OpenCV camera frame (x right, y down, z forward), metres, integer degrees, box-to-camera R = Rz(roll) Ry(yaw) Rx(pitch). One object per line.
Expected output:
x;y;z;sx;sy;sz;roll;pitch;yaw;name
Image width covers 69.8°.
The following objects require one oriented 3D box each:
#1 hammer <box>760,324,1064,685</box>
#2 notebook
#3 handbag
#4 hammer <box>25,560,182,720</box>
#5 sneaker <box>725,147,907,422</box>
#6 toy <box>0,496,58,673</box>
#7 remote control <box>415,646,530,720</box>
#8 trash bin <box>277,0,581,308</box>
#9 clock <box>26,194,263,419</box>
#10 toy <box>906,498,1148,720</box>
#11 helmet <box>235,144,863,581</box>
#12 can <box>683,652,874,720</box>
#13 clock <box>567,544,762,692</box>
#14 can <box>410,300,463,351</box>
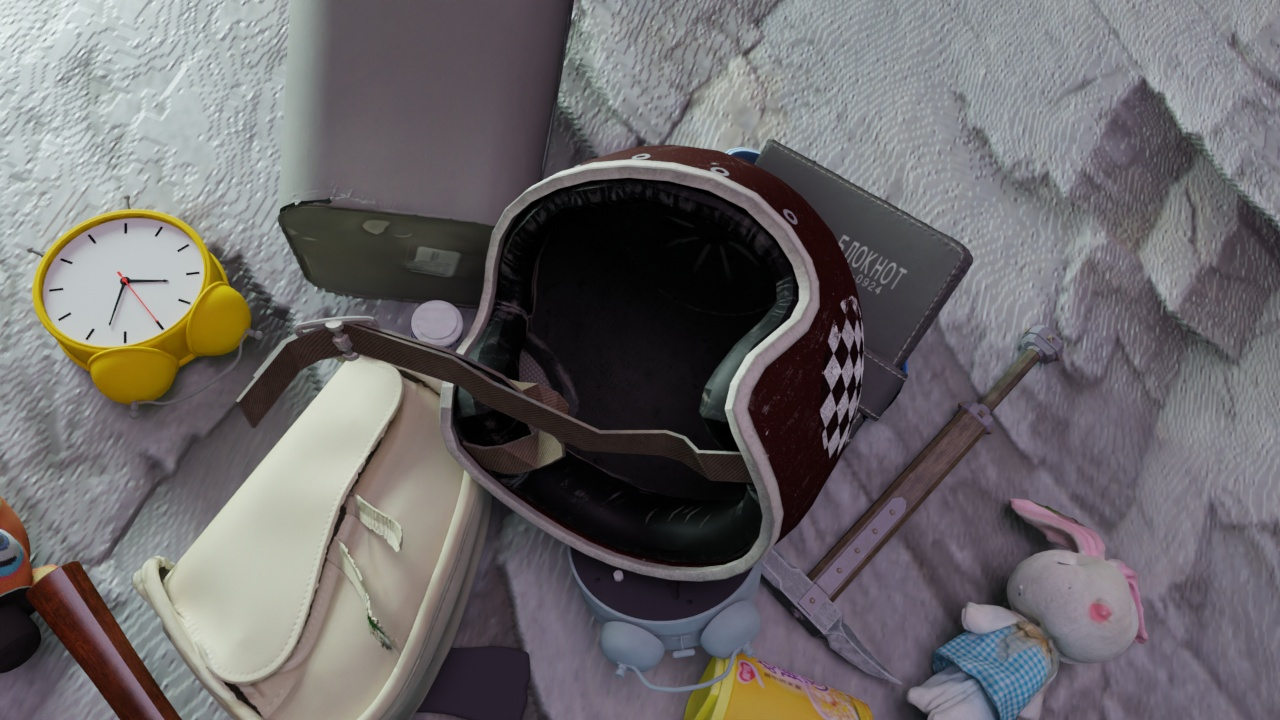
0.218;0.079;0.670;0.316;0.028;0.147;-41;79;-21;hammer
0.097;-0.021;0.618;0.169;0.029;0.209;36;103;21;notebook
-0.178;0.097;0.534;0.184;0.132;0.228;30;66;8;handbag
-0.228;0.235;0.485;0.111;0.028;0.300;-38;86;10;hammer
0.131;-0.075;0.679;0.083;0.098;0.241;-18;71;-18;sneaker
-0.407;0.111;0.515;0.176;0.096;0.111;43;30;5;toy
-0.131;0.198;0.570;0.124;0.009;0.046;7;68;-4;remote control
-0.145;-0.167;0.629;0.197;0.198;0.219;5;73;-8;trash bin
-0.331;-0.036;0.612;0.113;0.052;0.152;-38;75;-21;clock
0.256;0.172;0.598;0.205;0.106;0.131;-31;73;-21;toy
-0.002;0.003;0.507;0.234;0.234;0.252;-2;46;33;helmet
0.084;0.225;0.565;0.105;0.068;0.067;21;66;-1;can
0.018;0.130;0.576;0.122;0.045;0.159;-9;48;0;clock
-0.134;-0.007;0.608;0.032;0.095;0.032;4;67;-10;can
